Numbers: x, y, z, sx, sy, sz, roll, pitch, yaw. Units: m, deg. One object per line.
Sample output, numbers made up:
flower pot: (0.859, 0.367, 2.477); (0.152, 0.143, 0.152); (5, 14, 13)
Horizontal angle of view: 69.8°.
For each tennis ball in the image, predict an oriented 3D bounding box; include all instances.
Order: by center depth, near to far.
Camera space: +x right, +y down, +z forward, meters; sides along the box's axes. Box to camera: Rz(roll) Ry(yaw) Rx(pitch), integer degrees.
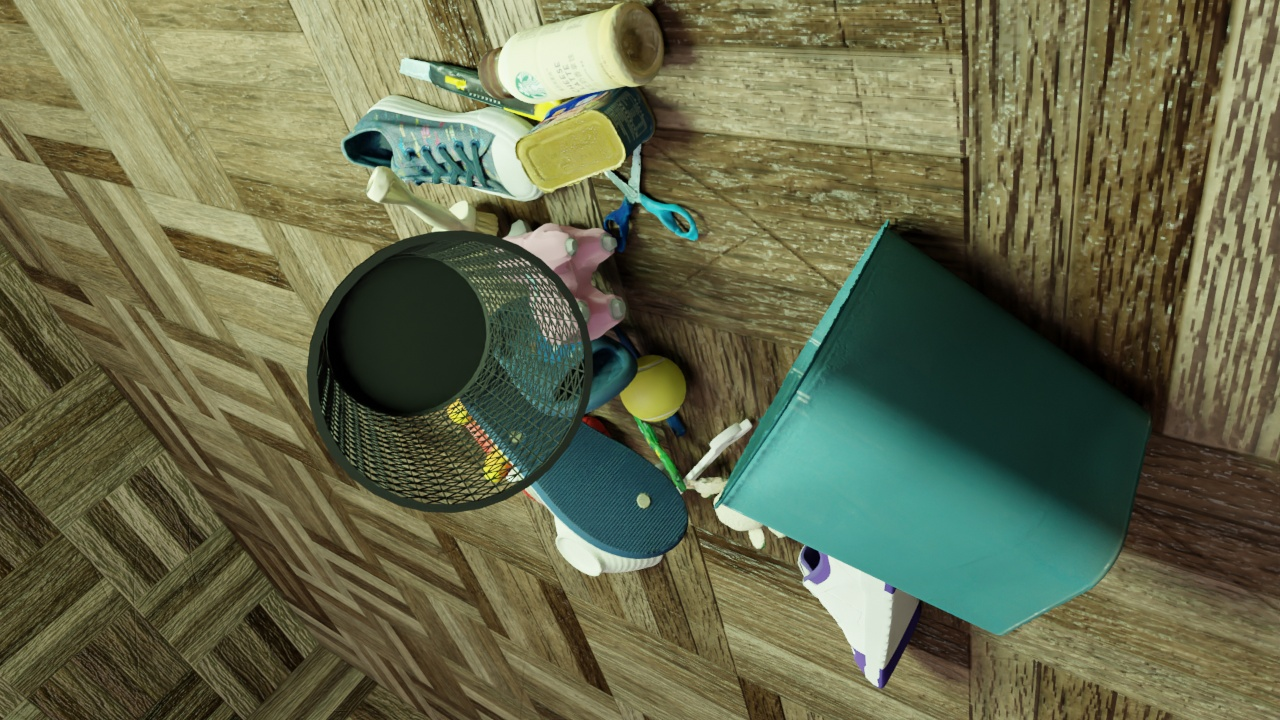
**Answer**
tennis ball: (0.012, 0.027, 0.902); (0.065, 0.065, 0.065); (27, 144, 22)

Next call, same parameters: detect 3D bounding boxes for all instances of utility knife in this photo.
utility knife: (-0.142, -0.240, 0.803); (0.203, 0.020, 0.029); (23, 140, 29)

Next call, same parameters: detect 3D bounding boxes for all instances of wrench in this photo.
wrench: (0.057, 0.124, 0.988); (0.009, 0.047, 0.274); (55, 151, 14)

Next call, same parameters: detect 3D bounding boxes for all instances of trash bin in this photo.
trash bin: (0.202, 0.059, 0.643); (0.218, 0.196, 0.200); (31, 147, 7)
trash bin: (-0.185, -0.008, 0.806); (0.217, 0.216, 0.243); (57, 166, -21)

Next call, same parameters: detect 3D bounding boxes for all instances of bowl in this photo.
bowl: (-0.062, 0.233, 1.206); (0.177, 0.070, 0.178); (27, 144, 21)

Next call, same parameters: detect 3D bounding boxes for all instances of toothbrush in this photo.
toothbrush: (-0.006, 0.005, 0.939); (0.016, 0.017, 0.190); (-1, 128, 53)

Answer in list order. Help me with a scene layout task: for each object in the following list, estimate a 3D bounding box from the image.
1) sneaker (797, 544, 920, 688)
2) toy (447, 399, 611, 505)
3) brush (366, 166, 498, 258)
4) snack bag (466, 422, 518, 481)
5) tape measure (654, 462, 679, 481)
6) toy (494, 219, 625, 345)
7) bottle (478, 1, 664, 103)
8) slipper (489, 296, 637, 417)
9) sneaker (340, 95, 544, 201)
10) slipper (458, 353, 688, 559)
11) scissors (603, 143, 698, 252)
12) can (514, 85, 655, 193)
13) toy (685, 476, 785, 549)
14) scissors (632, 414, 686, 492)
sneaker: (0.210, 0.229, 0.909); (0.111, 0.091, 0.245); (20, 137, 32)
toy: (-0.112, 0.090, 1.069); (0.148, 0.098, 0.216); (-39, 100, 24)
brush: (-0.182, -0.129, 0.814); (0.077, 0.062, 0.272); (9, 180, 4)
snack bag: (-0.165, 0.085, 1.138); (0.116, 0.076, 0.036); (56, 157, -19)
tape measure: (0.008, 0.145, 1.044); (0.020, 0.062, 0.060); (50, 143, -11)
toy: (-0.082, -0.076, 0.856); (0.158, 0.067, 0.123); (-2, 96, 54)
bottle: (-0.059, -0.227, 0.695); (0.162, 0.056, 0.056); (5, 132, 43)
slipper: (-0.092, -0.011, 0.910); (0.214, 0.103, 0.059); (32, 160, 43)
sneaker: (-0.181, -0.186, 0.848); (0.236, 0.079, 0.087); (19, 140, 31)
slipper: (-0.081, 0.106, 0.973); (0.295, 0.118, 0.060); (42, 147, 6)
scissors: (-0.007, -0.135, 0.786); (0.127, 0.014, 0.134); (42, 147, 3)
can: (-0.045, -0.174, 0.719); (0.100, 0.058, 0.054); (-12, 120, 36)
toy: (0.104, 0.148, 0.958); (0.112, 0.050, 0.087); (42, 149, 8)
scissors: (0.013, 0.084, 0.966); (0.125, 0.011, 0.131); (59, 174, 6)
